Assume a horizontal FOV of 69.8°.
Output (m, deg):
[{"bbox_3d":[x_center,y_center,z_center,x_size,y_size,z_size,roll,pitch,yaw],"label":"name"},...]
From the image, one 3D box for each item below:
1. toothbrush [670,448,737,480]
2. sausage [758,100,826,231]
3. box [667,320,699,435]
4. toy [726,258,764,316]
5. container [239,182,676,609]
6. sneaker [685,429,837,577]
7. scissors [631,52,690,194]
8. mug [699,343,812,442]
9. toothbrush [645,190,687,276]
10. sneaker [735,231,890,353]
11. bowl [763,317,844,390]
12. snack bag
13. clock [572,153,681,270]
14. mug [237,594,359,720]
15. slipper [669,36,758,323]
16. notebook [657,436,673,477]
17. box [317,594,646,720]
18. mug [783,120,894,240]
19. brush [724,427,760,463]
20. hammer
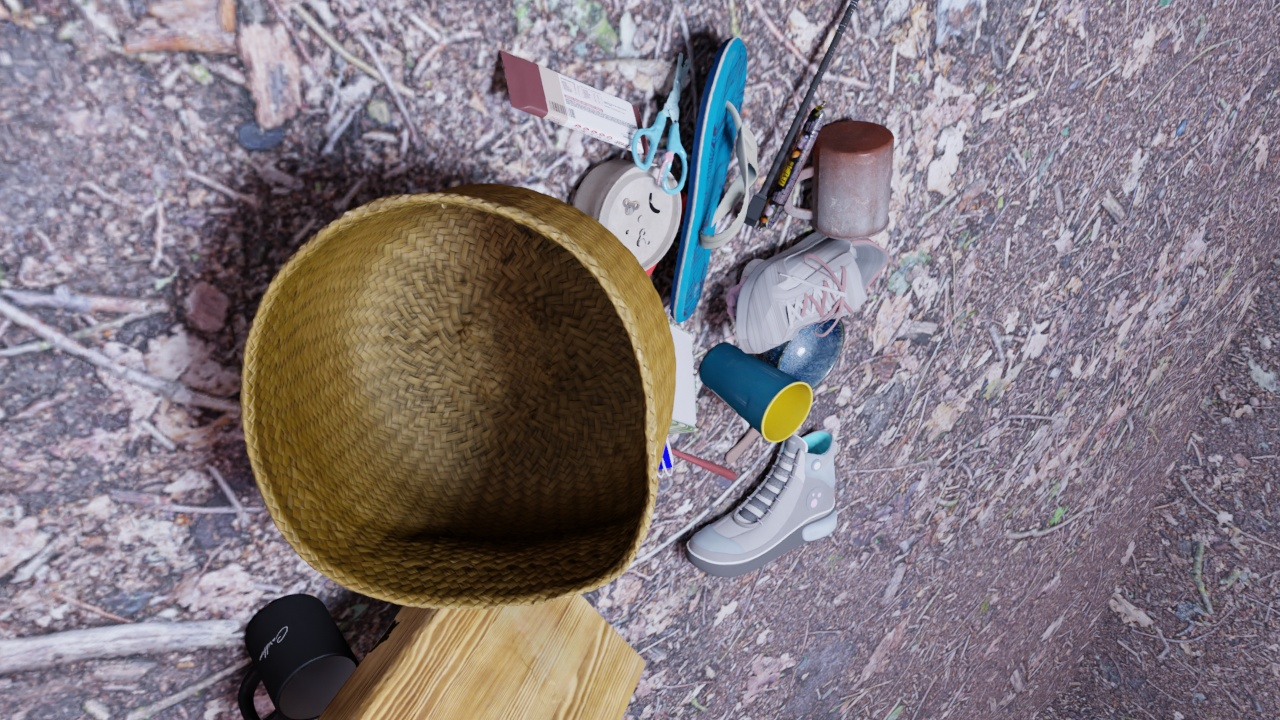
[{"bbox_3d":[0.066,0.129,1.154,0.189,0.016,0.016,26,103,-48],"label":"toothbrush"},{"bbox_3d":[0.165,-0.207,0.993,0.020,0.020,0.156,-2,126,-41],"label":"sausage"},{"bbox_3d":[-0.005,0.005,0.918,0.205,0.051,0.117,23,60,-60],"label":"box"},{"bbox_3d":[0.141,-0.079,1.058,0.122,0.038,0.079,-22,123,-41],"label":"toy"},{"bbox_3d":[-0.119,0.015,0.693,0.196,0.307,0.307,-68,176,-69],"label":"container"},{"bbox_3d":[0.171,0.184,1.244,0.256,0.093,0.160,-14,118,-34],"label":"sneaker"},{"bbox_3d":[0.020,-0.225,0.833,0.076,0.015,0.141,16,73,-41],"label":"scissors"},{"bbox_3d":[0.128,0.032,1.062,0.078,0.121,0.078,-23,130,-30],"label":"mug"},{"bbox_3d":[-0.006,-0.081,0.947,0.012,0.018,0.213,17,108,-47],"label":"toothbrush"},{"bbox_3d":[0.201,-0.080,1.026,0.235,0.090,0.099,-39,121,-35],"label":"sneaker"},{"bbox_3d":[0.191,-0.019,1.131,0.114,0.061,0.114,-23,133,-28],"label":"bowl"},{"bbox_3d":[-0.053,-0.217,0.785,0.157,0.057,0.013,7,153,-45],"label":"snack bag"},{"bbox_3d":[-0.031,-0.124,0.857,0.156,0.061,0.103,-48,137,-17],"label":"clock"},{"bbox_3d":[-0.327,0.288,0.853,0.113,0.088,0.078,-48,139,-5],"label":"mug"},{"bbox_3d":[0.082,-0.165,0.899,0.118,0.060,0.296,-61,163,-55],"label":"slipper"},{"bbox_3d":[-0.089,0.041,0.811,0.209,0.022,0.172,-11,108,11],"label":"notebook"},{"bbox_3d":[-0.198,0.398,0.932,0.337,0.286,0.278,-37,-168,35],"label":"box"},{"bbox_3d":[0.218,-0.199,1.021,0.123,0.096,0.110,-8,122,-2],"label":"mug"},{"bbox_3d":[0.157,0.082,1.209,0.136,0.015,0.050,-47,138,2],"label":"brush"},{"bbox_3d":[0.182,-0.288,0.950,0.095,0.015,0.325,-32,148,-85],"label":"hammer"}]
